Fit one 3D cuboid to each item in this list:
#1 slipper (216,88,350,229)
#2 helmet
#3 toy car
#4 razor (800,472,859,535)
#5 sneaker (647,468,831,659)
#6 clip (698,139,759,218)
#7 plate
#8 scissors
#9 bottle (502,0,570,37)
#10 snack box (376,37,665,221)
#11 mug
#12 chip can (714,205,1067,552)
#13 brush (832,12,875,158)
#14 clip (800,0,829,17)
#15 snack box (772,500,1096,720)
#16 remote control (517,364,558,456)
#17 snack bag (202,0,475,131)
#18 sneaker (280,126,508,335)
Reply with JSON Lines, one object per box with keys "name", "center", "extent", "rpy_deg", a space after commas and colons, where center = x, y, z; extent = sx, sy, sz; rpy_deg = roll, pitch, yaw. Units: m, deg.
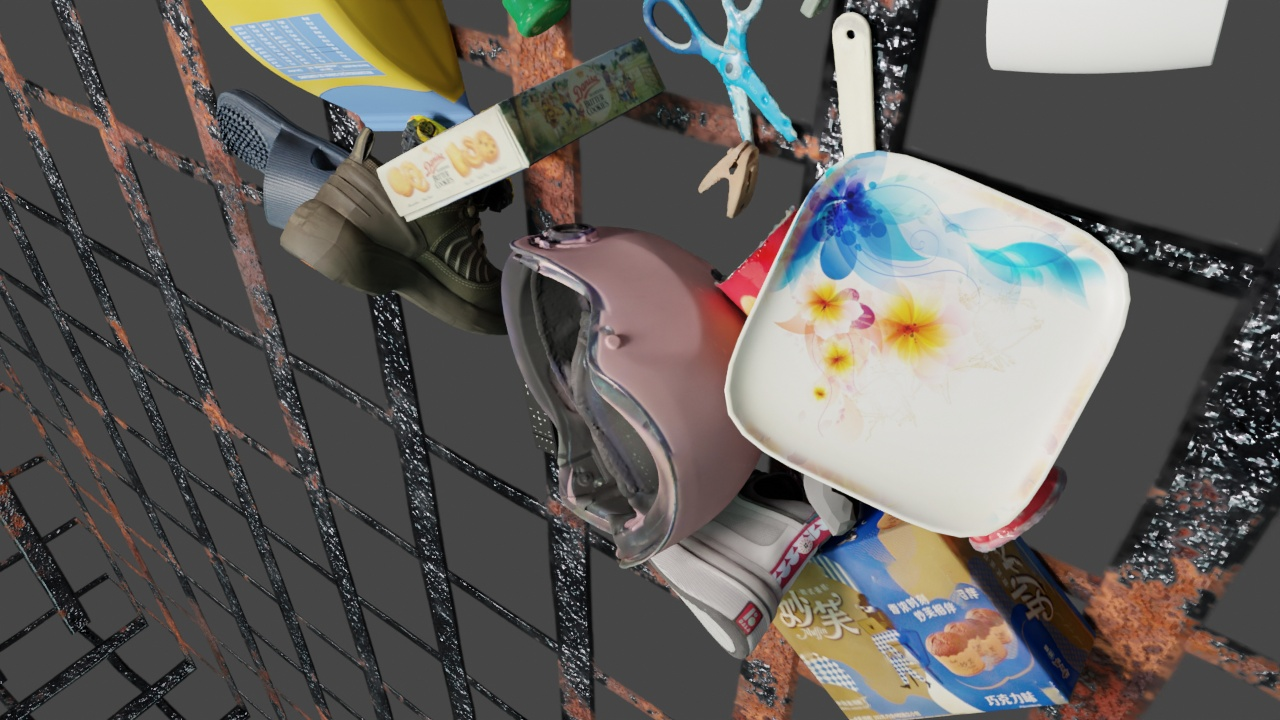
{"name": "slipper", "center": [-0.346, -0.172, 0.900], "extent": [0.263, 0.082, 0.101], "rpy_deg": [36, 141, 17]}
{"name": "helmet", "center": [-0.004, 0.004, 0.658], "extent": [0.255, 0.152, 0.230], "rpy_deg": [33, 142, 56]}
{"name": "toy car", "center": [-0.151, -0.162, 0.761], "extent": [0.107, 0.030, 0.049], "rpy_deg": [33, 142, -7]}
{"name": "razor", "center": [0.122, 0.059, 0.598], "extent": [0.060, 0.156, 0.057], "rpy_deg": [-17, 114, 3]}
{"name": "sneaker", "center": [0.064, 0.128, 0.732], "extent": [0.097, 0.128, 0.263], "rpy_deg": [52, 172, -14]}
{"name": "clip", "center": [0.057, -0.125, 0.603], "extent": [0.039, 0.024, 0.060], "rpy_deg": [34, 147, 20]}
{"name": "plate", "center": [0.157, -0.008, 0.520], "extent": [0.187, 0.016, 0.187], "rpy_deg": [25, 99, 6]}
{"name": "scissors", "center": [0.048, -0.188, 0.579], "extent": [0.115, 0.013, 0.140], "rpy_deg": [9, 128, 39]}
{"name": "bottle", "center": [-0.093, -0.275, 0.616], "extent": [0.043, 0.043, 0.111], "rpy_deg": [-28, 98, 50]}
{"name": "snack box", "center": [-0.080, -0.154, 0.617], "extent": [0.145, 0.144, 0.042], "rpy_deg": [-10, 112, 46]}
{"name": "mug", "center": [0.208, -0.181, 0.394], "extent": [0.088, 0.080, 0.114], "rpy_deg": [14, 98, 28]}
{"name": "chip can", "center": [0.151, 0.010, 0.569], "extent": [0.233, 0.072, 0.073], "rpy_deg": [45, 140, 1]}
{"name": "brush", "center": [0.136, -0.101, 0.563], "extent": [0.033, 0.012, 0.218], "rpy_deg": [13, 127, 37]}
{"name": "clip", "center": [0.099, -0.228, 0.492], "extent": [0.049, 0.023, 0.078], "rpy_deg": [39, 141, 11]}
{"name": "snack box", "center": [0.196, 0.182, 0.683], "extent": [0.155, 0.069, 0.203], "rpy_deg": [52, 140, -1]}
{"name": "remote control", "center": [-0.100, 0.033, 0.888], "extent": [0.030, 0.009, 0.140], "rpy_deg": [17, 131, 33]}
{"name": "snack bag", "center": [-0.229, -0.261, 0.722], "extent": [0.159, 0.102, 0.205], "rpy_deg": [11, 149, 37]}
{"name": "sneaker", "center": [-0.162, -0.112, 0.737], "extent": [0.101, 0.237, 0.143], "rpy_deg": [29, 93, 32]}
